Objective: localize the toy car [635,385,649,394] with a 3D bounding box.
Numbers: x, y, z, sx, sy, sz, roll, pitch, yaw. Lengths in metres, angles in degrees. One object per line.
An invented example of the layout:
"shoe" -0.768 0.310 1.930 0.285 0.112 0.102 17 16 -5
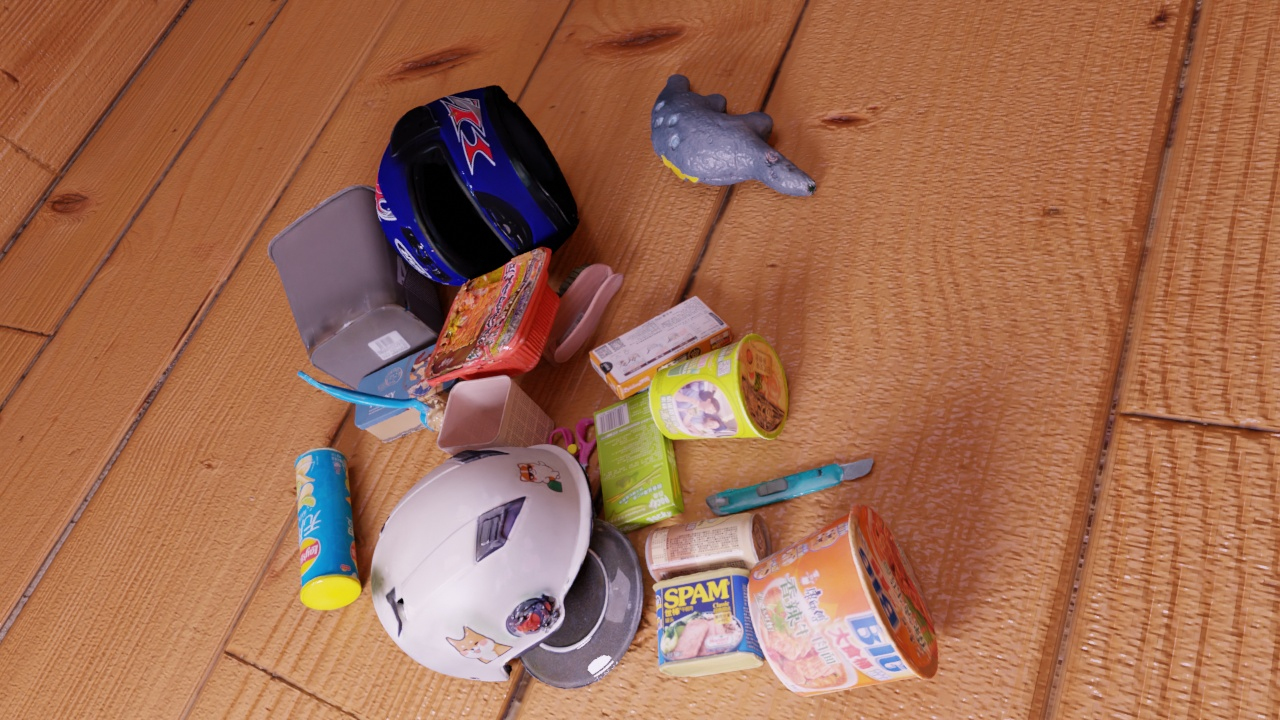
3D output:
"toy car" -0.007 0.006 1.099 0.043 0.034 0.090 -27 46 -8

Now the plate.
"plate" -0.075 0.252 0.969 0.180 0.024 0.179 -17 58 30

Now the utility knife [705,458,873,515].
"utility knife" 0.149 0.128 0.937 0.182 0.013 0.029 -19 53 21

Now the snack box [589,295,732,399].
"snack box" 0.023 -0.017 1.071 0.153 0.026 0.075 -28 45 -14

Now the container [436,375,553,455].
"container" -0.167 0.086 1.096 0.090 0.111 0.089 -9 56 27

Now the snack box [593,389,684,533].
"snack box" -0.004 0.112 1.034 0.086 0.026 0.156 -24 50 18

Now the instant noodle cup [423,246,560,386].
"instant noodle cup" -0.174 -0.041 1.123 0.189 0.079 0.164 -17 45 41

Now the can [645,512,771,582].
"can" 0.067 0.188 0.917 0.116 0.058 0.058 -14 54 24

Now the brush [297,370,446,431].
"brush" -0.293 0.056 1.112 0.083 0.254 0.046 19 88 51

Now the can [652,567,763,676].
"can" 0.065 0.252 0.878 0.102 0.057 0.083 -17 55 22

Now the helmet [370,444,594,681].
"helmet" -0.186 0.200 0.958 0.275 0.156 0.230 -53 42 23

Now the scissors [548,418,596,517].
"scissors" -0.062 0.126 1.073 0.073 0.017 0.137 -25 54 4

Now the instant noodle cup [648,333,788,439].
"instant noodle cup" 0.079 0.037 0.986 0.124 0.111 0.111 -12 54 34

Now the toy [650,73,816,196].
"toy" 0.091 -0.297 1.218 0.137 0.091 0.356 -23 45 -20

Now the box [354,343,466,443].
"box" -0.308 0.044 1.248 0.184 0.061 0.089 -23 50 15

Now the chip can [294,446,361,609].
"chip can" -0.407 0.213 1.188 0.071 0.071 0.210 -31 48 10

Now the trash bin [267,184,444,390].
"trash bin" -0.391 -0.092 1.312 0.199 0.199 0.219 -32 55 9

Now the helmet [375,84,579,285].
"helmet" -0.232 -0.216 1.235 0.240 0.247 0.315 -33 36 10

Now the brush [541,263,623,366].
"brush" -0.081 -0.063 1.177 0.073 0.063 0.145 26 74 45

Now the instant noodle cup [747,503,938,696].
"instant noodle cup" 0.169 0.212 0.786 0.112 0.151 0.151 -28 49 24
